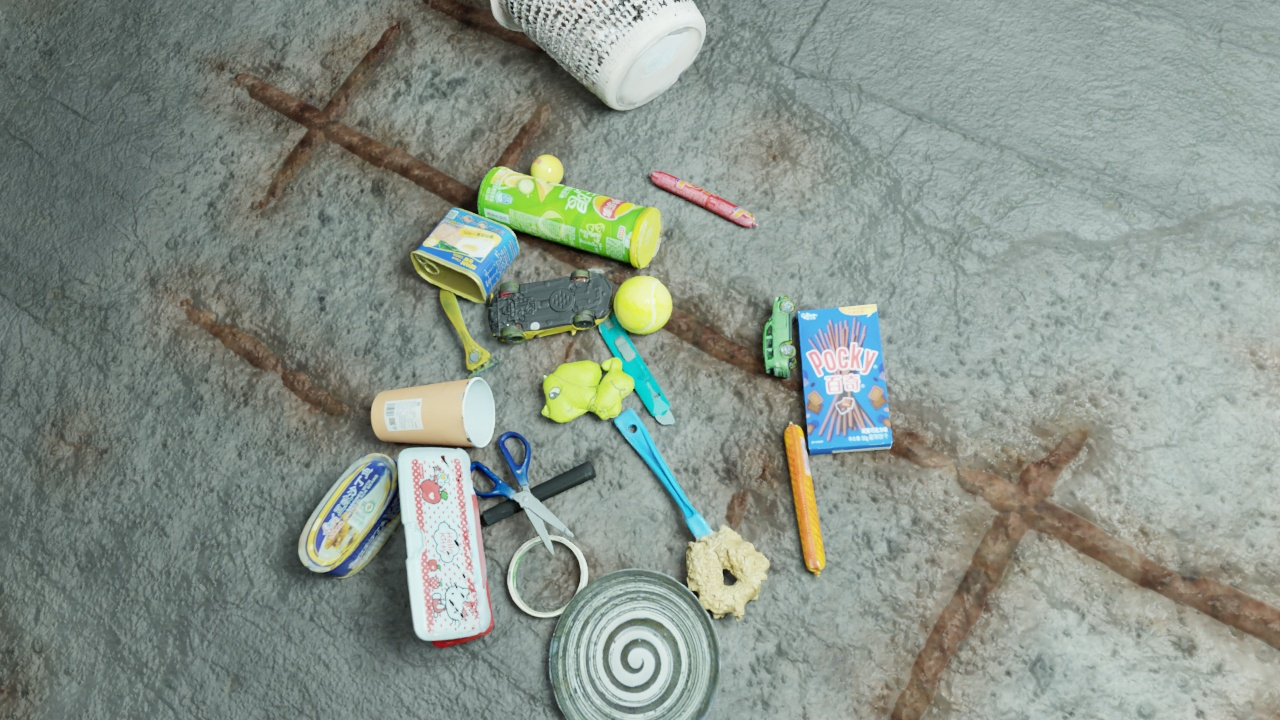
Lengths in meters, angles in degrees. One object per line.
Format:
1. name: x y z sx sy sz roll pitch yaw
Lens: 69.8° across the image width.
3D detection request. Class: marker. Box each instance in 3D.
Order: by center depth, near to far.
1. marker: -0.110 0.145 1.001 0.132 0.022 0.020 -25 107 3

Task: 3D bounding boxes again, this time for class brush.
1. brush: 0.046 0.154 0.959 0.083 0.046 0.254 -36 63 3

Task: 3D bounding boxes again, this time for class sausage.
1. sausage: 0.168 0.140 0.941 0.021 0.021 0.165 -9 69 9
2. sausage: 0.074 -0.191 1.082 0.156 0.020 0.020 29 79 20

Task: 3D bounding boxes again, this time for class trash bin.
1. trash bin: -0.035 -0.419 1.097 0.227 0.227 0.192 -37 80 -2

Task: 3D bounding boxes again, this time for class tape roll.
1. tape roll: -0.098 0.229 0.973 0.086 0.014 0.085 -4 70 11

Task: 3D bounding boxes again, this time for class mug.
1. mug: -0.236 0.061 1.033 0.123 0.078 0.078 -4 70 16

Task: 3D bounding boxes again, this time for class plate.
1. plate: -0.006 0.299 0.916 0.180 0.024 0.179 -5 74 16

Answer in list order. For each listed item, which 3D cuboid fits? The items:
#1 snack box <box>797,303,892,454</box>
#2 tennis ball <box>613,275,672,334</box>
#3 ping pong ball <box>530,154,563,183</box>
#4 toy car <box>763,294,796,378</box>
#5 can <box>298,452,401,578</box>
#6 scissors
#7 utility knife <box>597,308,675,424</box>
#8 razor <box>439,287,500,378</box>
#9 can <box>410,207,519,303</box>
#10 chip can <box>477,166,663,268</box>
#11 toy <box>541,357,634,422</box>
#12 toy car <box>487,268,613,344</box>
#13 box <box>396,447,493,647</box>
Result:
1. snack box: 0.215 0.019 0.971 0.084 0.026 0.157 -5 70 11
2. tennis ball: 0.003 -0.062 1.026 0.065 0.065 0.065 -4 70 11
3. ping pong ball: -0.115 -0.232 1.126 0.040 0.040 0.040 -4 70 11
4. toy car: 0.152 -0.026 0.992 0.036 0.043 0.091 2 71 14
5. can: -0.315 0.173 1.022 0.074 0.049 0.148 32 81 21
6. scissors: -0.135 0.149 0.987 0.141 0.012 0.170 -19 52 15
7. utility knife: -0.006 0.006 1.032 0.029 0.013 0.164 -33 67 1
8. razor: -0.212 -0.040 1.089 0.043 0.028 0.132 -31 65 4
9. can: -0.207 -0.127 1.094 0.102 0.057 0.083 23 62 18
10. chip can: -0.087 -0.171 1.081 0.221 0.072 0.072 18 75 17
11. toy: -0.061 0.032 1.025 0.100 0.031 0.096 25 75 21
12. toy car: -0.104 -0.061 1.062 0.156 0.041 0.071 -11 69 10
13. box: -0.215 0.191 0.956 0.095 0.098 0.201 -22 66 23
